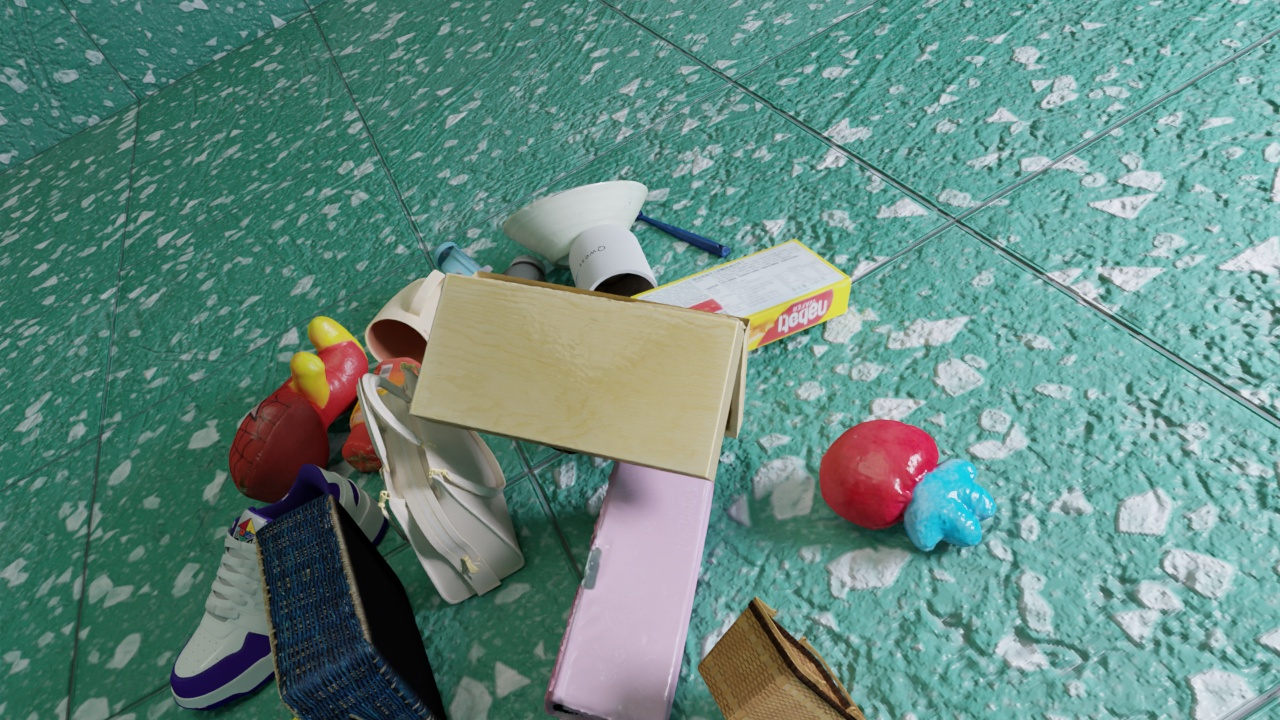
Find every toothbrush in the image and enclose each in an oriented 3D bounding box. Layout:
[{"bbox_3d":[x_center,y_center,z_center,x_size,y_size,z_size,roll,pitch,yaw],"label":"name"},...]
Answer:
[{"bbox_3d":[0.039,-0.158,1.092,0.016,0.017,0.190,-40,42,-17],"label":"toothbrush"}]

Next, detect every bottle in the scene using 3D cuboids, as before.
[{"bbox_3d":[-0.281,0.059,1.005,0.071,0.048,0.133,-6,44,20],"label":"bottle"},{"bbox_3d":[-0.140,-0.072,1.062,0.060,0.060,0.108,-10,43,19],"label":"bottle"}]

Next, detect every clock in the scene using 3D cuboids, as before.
[{"bbox_3d":[-0.209,-0.110,1.116,0.042,0.087,0.123,-50,29,0],"label":"clock"}]

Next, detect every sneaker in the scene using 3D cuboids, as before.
[{"bbox_3d":[-0.346,0.197,0.841,0.092,0.111,0.243,13,53,37],"label":"sneaker"}]

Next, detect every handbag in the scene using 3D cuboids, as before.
[{"bbox_3d":[-0.195,0.086,0.813,0.101,0.198,0.194,-29,40,-3],"label":"handbag"}]

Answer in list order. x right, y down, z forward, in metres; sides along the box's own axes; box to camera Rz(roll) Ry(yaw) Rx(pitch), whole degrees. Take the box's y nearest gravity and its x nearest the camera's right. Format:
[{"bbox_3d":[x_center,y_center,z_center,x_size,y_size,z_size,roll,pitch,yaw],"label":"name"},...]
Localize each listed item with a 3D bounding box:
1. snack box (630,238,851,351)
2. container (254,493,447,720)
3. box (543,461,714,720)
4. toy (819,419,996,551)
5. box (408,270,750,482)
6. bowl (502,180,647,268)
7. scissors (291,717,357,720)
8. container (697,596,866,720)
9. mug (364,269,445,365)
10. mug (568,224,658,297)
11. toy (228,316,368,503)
[{"bbox_3d":[0.096,-0.054,0.880,0.200,0.042,0.092,-21,41,-22],"label":"snack box"},{"bbox_3d":[-0.229,0.217,0.731,0.071,0.145,0.187,-29,40,-9],"label":"container"},{"bbox_3d":[-0.005,0.187,0.731,0.099,0.080,0.232,18,48,-4],"label":"box"},{"bbox_3d":[0.203,0.096,0.703,0.133,0.062,0.092,27,74,25],"label":"toy"},{"bbox_3d":[-0.041,0.004,0.767,0.249,0.142,0.179,11,11,13],"label":"box"},{"bbox_3d":[-0.069,-0.149,1.075,0.177,0.176,0.057,-18,83,10],"label":"bowl"},{"bbox_3d":[-0.272,0.289,0.779,0.109,0.018,0.130,-9,44,16],"label":"scissors"},{"bbox_3d":[0.090,0.213,0.598,0.061,0.114,0.063,-40,40,3],"label":"container"},{"bbox_3d":[-0.258,-0.055,1.075,0.085,0.112,0.104,27,38,-6],"label":"mug"},{"bbox_3d":[-0.041,-0.077,1.010,0.120,0.083,0.096,-47,35,21],"label":"mug"},{"bbox_3d":[-0.369,0.061,0.998,0.099,0.148,0.215,17,45,-3],"label":"toy"}]
